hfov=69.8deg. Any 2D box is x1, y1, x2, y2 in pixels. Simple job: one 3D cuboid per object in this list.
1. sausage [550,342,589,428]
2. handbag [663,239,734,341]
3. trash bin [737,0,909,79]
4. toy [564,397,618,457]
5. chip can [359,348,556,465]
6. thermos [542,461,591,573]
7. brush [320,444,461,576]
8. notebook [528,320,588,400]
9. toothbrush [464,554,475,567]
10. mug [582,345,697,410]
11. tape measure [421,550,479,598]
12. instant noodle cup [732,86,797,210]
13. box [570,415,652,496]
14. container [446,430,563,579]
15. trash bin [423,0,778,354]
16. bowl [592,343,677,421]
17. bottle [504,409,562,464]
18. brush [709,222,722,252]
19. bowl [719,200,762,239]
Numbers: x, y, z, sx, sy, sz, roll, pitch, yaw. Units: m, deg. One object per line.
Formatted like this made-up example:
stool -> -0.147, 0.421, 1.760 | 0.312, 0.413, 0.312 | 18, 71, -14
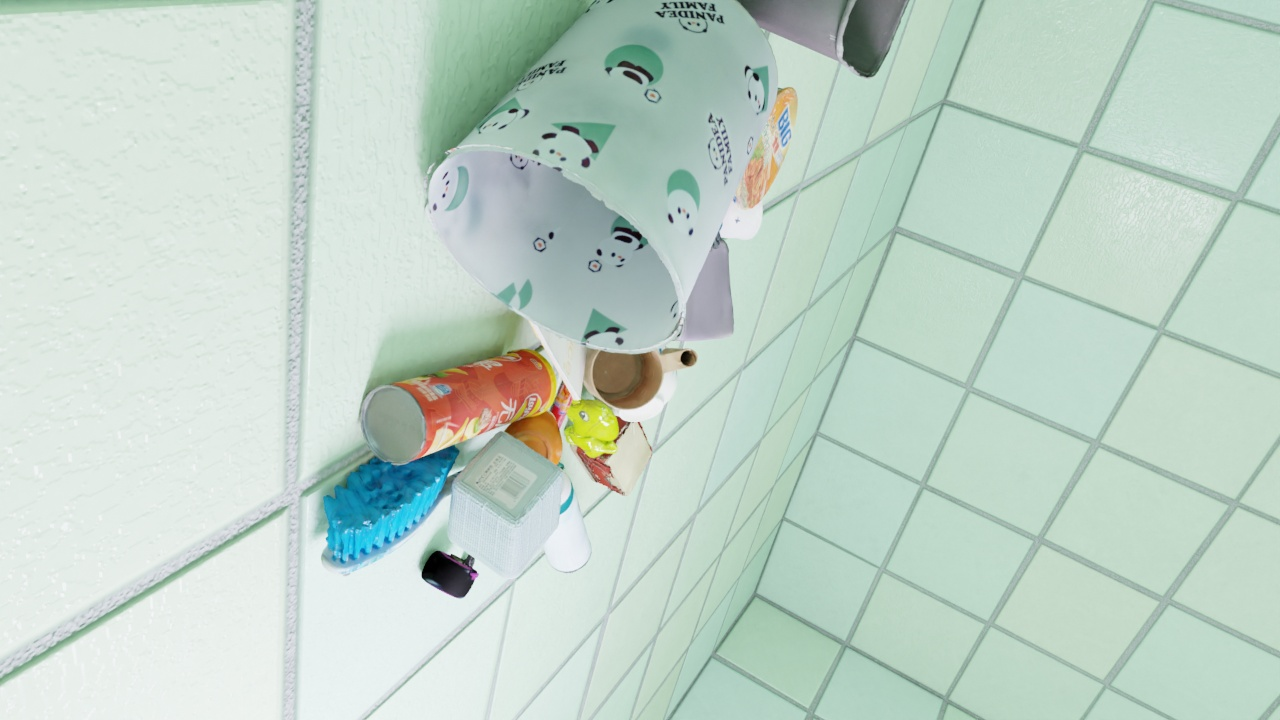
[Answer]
sausage -> -0.085, 0.029, 1.121 | 0.156, 0.020, 0.020 | -66, 161, 5
handbag -> 0.054, -0.099, 1.200 | 0.196, 0.098, 0.145 | -6, 104, -67
trash bin -> 0.149, -0.406, 0.879 | 0.198, 0.220, 0.199 | -18, 131, -64
toy -> -0.061, 0.084, 1.169 | 0.100, 0.096, 0.031 | -43, -162, 45
chip can -> -0.163, 0.038, 0.856 | 0.216, 0.073, 0.073 | -18, 131, -62
thermos -> -0.109, 0.207, 1.215 | 0.073, 0.073, 0.225 | -54, 158, -26
brush -> -0.198, 0.118, 0.900 | 0.313, 0.060, 0.110 | -37, 153, -57
notebook -> -0.079, -0.062, 0.954 | 0.206, 0.010, 0.145 | 70, 24, -64
toothbrush -> -0.173, 0.183, 1.053 | 0.016, 0.014, 0.190 | -28, 150, -61
mug -> -0.006, 0.006, 1.067 | 0.103, 0.124, 0.084 | -167, -117, -77
tape measure -> -0.207, 0.232, 1.001 | 0.039, 0.057, 0.058 | -61, -176, -12
instant noodle cup -> 0.106, -0.269, 1.099 | 0.151, 0.111, 0.152 | -51, 157, -32
box -> -0.032, 0.131, 1.299 | 0.091, 0.077, 0.168 | -59, 160, -17
container -> -0.131, 0.138, 0.893 | 0.089, 0.090, 0.112 | -50, 165, -34
trash bin -> -0.014, -0.172, 0.766 | 0.251, 0.230, 0.230 | -60, 161, -27
bowl -> -0.005, 0.036, 1.170 | 0.117, 0.116, 0.066 | 90, -13, -56
bottle -> -0.116, 0.083, 1.014 | 0.149, 0.067, 0.067 | -97, -150, -80
brush -> 0.025, -0.149, 1.050 | 0.143, 0.055, 0.074 | -17, 136, -10
bowl -> 0.099, -0.207, 1.200 | 0.064, 0.118, 0.118 | -21, 141, -23
